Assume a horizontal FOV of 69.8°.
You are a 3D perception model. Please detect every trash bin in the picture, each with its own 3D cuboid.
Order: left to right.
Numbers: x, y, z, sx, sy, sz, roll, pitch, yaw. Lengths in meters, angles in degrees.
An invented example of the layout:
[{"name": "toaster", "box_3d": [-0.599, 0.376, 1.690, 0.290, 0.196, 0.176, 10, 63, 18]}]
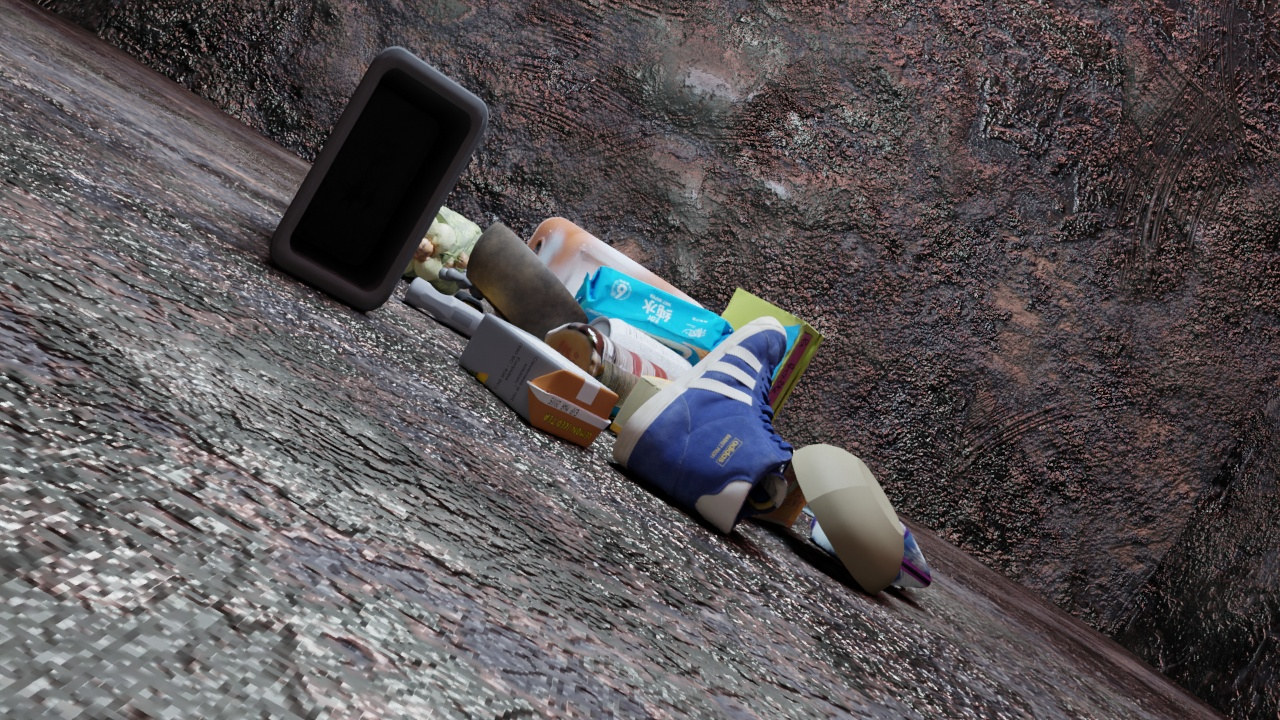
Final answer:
[{"name": "trash bin", "box_3d": [-0.235, -0.159, 0.804, 0.097, 0.192, 0.220, 30, 1, -23]}, {"name": "trash bin", "box_3d": [-0.055, -0.066, 1.309, 0.259, 0.181, 0.157, 31, 4, -24]}]

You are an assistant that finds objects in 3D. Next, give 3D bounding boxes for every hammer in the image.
[{"name": "hammer", "box_3d": [-0.205, -0.059, 1.095, 0.127, 0.029, 0.323, 31, 1, -11]}]

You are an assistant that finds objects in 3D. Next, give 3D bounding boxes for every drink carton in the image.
[{"name": "drink carton", "box_3d": [-0.083, 0.015, 0.732, 0.076, 0.048, 0.125, 29, 3, -45]}]

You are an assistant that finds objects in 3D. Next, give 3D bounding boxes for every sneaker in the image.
[{"name": "sneaker", "box_3d": [0.097, 0.051, 0.763, 0.118, 0.092, 0.232, 36, 42, 23]}]

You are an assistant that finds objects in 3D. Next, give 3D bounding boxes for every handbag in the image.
[{"name": "handbag", "box_3d": [-0.270, -0.150, 1.196, 0.117, 0.113, 0.186, 42, 8, 37]}, {"name": "handbag", "box_3d": [0.260, 0.207, 1.008, 0.144, 0.068, 0.170, 33, -3, 36]}]

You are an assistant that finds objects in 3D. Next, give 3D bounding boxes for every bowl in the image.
[{"name": "bowl", "box_3d": [-0.140, -0.080, 1.083, 0.162, 0.070, 0.162, 46, -6, 6]}, {"name": "bowl", "box_3d": [0.205, 0.140, 0.868, 0.152, 0.050, 0.152, 51, 17, -22]}]

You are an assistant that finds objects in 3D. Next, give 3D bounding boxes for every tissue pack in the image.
[{"name": "tissue pack", "box_3d": [0.013, -0.045, 1.167, 0.209, 0.066, 0.117, 21, -23, -11]}]

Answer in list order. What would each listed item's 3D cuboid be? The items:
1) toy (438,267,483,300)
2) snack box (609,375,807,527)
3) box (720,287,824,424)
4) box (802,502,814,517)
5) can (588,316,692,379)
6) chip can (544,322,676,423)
[{"name": "toy", "box_3d": [-0.204, -0.092, 1.164, 0.111, 0.030, 0.049, 24, -10, -42]}, {"name": "snack box", "box_3d": [0.085, 0.088, 0.919, 0.145, 0.080, 0.195, 33, 3, 31]}, {"name": "box", "box_3d": [0.136, 0.027, 1.246, 0.124, 0.221, 0.082, 29, 3, 32]}, {"name": "box", "box_3d": [0.251, 0.194, 1.236, 0.187, 0.058, 0.060, 30, 34, 5]}, {"name": "can", "box_3d": [-0.007, 0.006, 1.106, 0.136, 0.078, 0.078, 30, 3, -33]}, {"name": "chip can", "box_3d": [-0.019, 0.028, 0.939, 0.080, 0.080, 0.229, 32, 2, 32]}]
